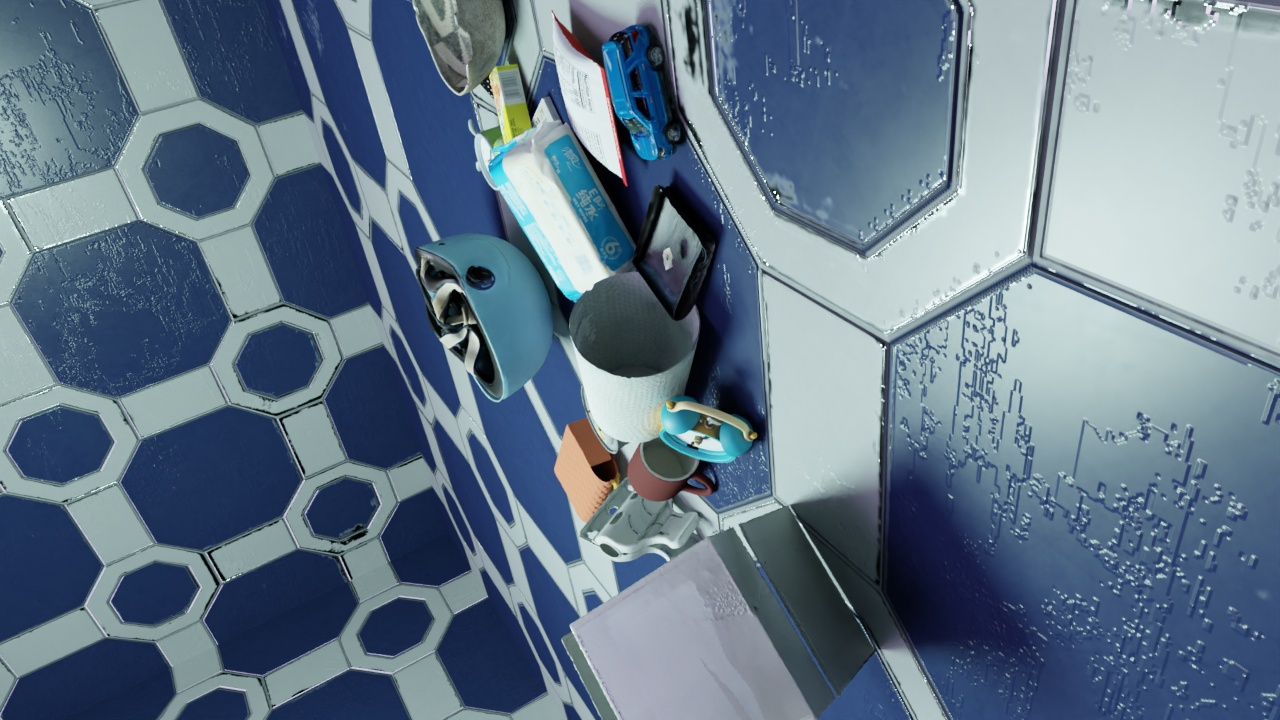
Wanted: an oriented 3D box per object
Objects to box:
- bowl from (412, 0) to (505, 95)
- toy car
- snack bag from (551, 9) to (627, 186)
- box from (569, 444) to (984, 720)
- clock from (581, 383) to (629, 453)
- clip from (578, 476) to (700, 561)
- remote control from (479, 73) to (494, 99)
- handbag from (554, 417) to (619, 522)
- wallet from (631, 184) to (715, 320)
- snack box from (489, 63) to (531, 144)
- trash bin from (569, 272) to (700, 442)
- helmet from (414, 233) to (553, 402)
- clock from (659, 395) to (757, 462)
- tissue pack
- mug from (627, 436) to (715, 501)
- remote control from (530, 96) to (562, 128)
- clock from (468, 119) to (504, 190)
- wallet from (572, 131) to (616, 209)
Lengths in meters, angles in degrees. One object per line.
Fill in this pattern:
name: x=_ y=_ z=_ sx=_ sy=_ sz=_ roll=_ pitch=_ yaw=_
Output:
bowl: x=-0.206 y=-0.410 z=1.079 sx=0.178 sy=0.081 sz=0.179 roll=51 pitch=154 yaw=36
toy car: x=-0.001 y=-0.239 z=0.830 sx=0.056 sy=0.043 sz=0.120 roll=22 pitch=133 yaw=61
snack bag: x=-0.054 y=-0.264 z=0.923 sx=0.131 sy=0.039 sz=0.144 roll=77 pitch=166 yaw=-47
box: x=0.143 y=0.223 z=0.856 sx=0.167 sy=0.379 sz=0.172 roll=60 pitch=142 yaw=15
clock: x=-0.035 y=0.074 z=1.225 sx=0.148 sy=0.056 sz=0.104 roll=27 pitch=137 yaw=61
clip: x=0.008 y=0.213 z=1.200 sx=0.144 sy=0.124 sz=0.075 roll=19 pitch=139 yaw=29
remote control: x=-0.196 y=-0.361 z=1.206 sx=0.140 sy=0.009 sz=0.030 roll=51 pitch=154 yaw=34
handbag: x=-0.076 y=0.172 z=1.416 sx=0.108 sy=0.060 sz=0.172 roll=63 pitch=157 yaw=23
wallet: x=0.031 y=-0.107 z=0.905 sx=0.089 sy=0.026 sz=0.115 roll=56 pitch=148 yaw=27
snack box: x=-0.152 y=-0.284 z=1.126 sx=0.040 sy=0.028 sz=0.148 roll=-179 pitch=76 yaw=-69
trash bin: x=-0.006 y=0.006 z=0.996 sx=0.133 sy=0.133 sz=0.162 roll=54 pitch=161 yaw=28
helmet: x=-0.216 y=-0.074 z=1.338 sx=0.265 sy=0.166 sz=0.226 roll=56 pitch=159 yaw=29
clock: x=0.065 y=0.074 z=0.958 sx=0.099 sy=0.043 sz=0.130 roll=21 pitch=158 yaw=-1
tissue pack: x=-0.081 y=-0.156 z=1.011 sx=0.117 sy=0.065 sz=0.209 roll=-7 pitch=116 yaw=55
mug: x=0.041 y=0.132 z=1.105 sx=0.106 sy=0.073 sz=0.083 roll=32 pitch=153 yaw=4
remote control: x=-0.120 y=-0.269 z=1.123 sx=0.050 sy=0.011 sz=0.136 roll=65 pitch=159 yaw=3
clock: x=-0.184 y=-0.269 z=1.230 sx=0.119 sy=0.042 sz=0.094 roll=48 pitch=154 yaw=39
wallet: x=-0.073 y=-0.204 z=1.062 sx=0.099 sy=0.031 sz=0.120 roll=65 pitch=156 yaw=-5
